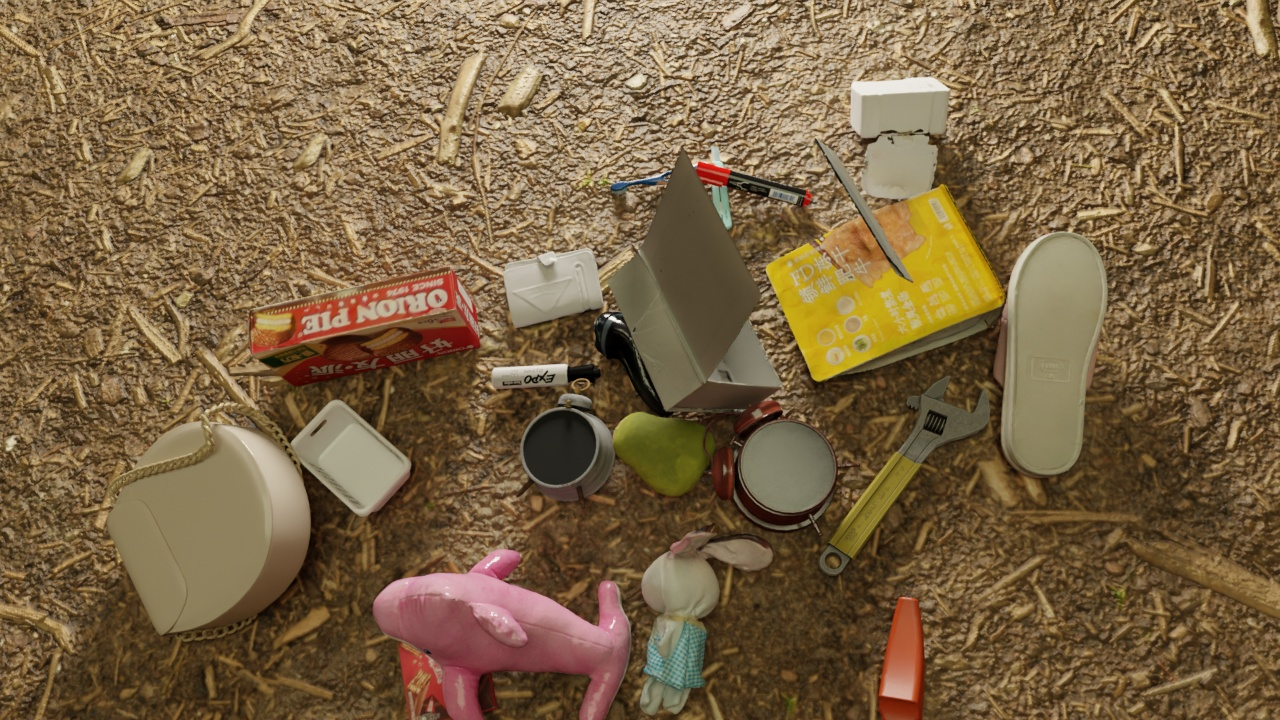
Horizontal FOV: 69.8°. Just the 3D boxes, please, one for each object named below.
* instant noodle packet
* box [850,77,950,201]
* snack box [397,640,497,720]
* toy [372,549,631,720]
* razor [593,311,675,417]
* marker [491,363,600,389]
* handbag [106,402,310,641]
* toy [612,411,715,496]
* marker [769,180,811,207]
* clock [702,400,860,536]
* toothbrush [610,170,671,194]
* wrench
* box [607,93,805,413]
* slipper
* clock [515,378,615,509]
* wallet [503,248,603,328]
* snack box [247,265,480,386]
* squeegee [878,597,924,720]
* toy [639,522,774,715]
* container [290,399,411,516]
[{"bbox_3d":[0.273,-0.081,1.052,0.221,0.084,0.163,-21,69,3],"label":"instant noodle packet"},{"bbox_3d":[0.316,-0.267,1.124,0.109,0.137,0.124,-4,27,5],"label":"box"},{"bbox_3d":[-0.207,0.309,0.966,0.089,0.021,0.132,-14,68,-2],"label":"snack box"},{"bbox_3d":[-0.132,0.265,0.908,0.265,0.128,0.186,15,59,-8],"label":"toy"},{"bbox_3d":[-0.006,0.006,1.055,0.064,0.052,0.140,-39,72,29],"label":"razor"},{"bbox_3d":[-0.110,0.018,1.070,0.126,0.025,0.025,-3,68,4],"label":"marker"},{"bbox_3d":[-0.465,0.175,0.983,0.209,0.103,0.210,-42,70,9],"label":"handbag"},{"bbox_3d":[0.023,0.095,1.009,0.110,0.051,0.090,30,80,5],"label":"toy"},{"bbox_3d":[0.138,-0.215,1.131,0.145,0.021,0.023,16,86,4],"label":"marker"},{"bbox_3d":[0.140,0.112,0.978,0.158,0.072,0.120,30,74,11],"label":"clock"},{"bbox_3d":[0.028,-0.229,1.158,0.135,0.017,0.021,-13,71,1],"label":"toothbrush"},{"bbox_3d":[0.282,0.125,0.994,0.083,0.018,0.273,36,76,17],"label":"wrench"},{"bbox_3d":[0.056,-0.067,0.902,0.150,0.369,0.166,-23,69,-6],"label":"box"},{"bbox_3d":[0.446,-0.007,1.008,0.114,0.054,0.274,12,82,0],"label":"slipper"},{"bbox_3d":[-0.080,0.089,1.022,0.104,0.056,0.147,7,74,17],"label":"clock"},{"bbox_3d":[-0.105,-0.090,1.109,0.116,0.032,0.086,-15,70,-1],"label":"wallet"},{"bbox_3d":[-0.315,-0.037,1.064,0.236,0.113,0.060,-12,69,0],"label":"snack box"},{"bbox_3d":[0.256,0.326,0.898,0.250,0.055,0.184,1,68,25],"label":"squeegee"},{"bbox_3d":[0.043,0.260,0.940,0.106,0.131,0.205,13,83,50],"label":"toy"},{"bbox_3d":[-0.322,0.114,1.039,0.129,0.049,0.080,37,76,17],"label":"container"}]
